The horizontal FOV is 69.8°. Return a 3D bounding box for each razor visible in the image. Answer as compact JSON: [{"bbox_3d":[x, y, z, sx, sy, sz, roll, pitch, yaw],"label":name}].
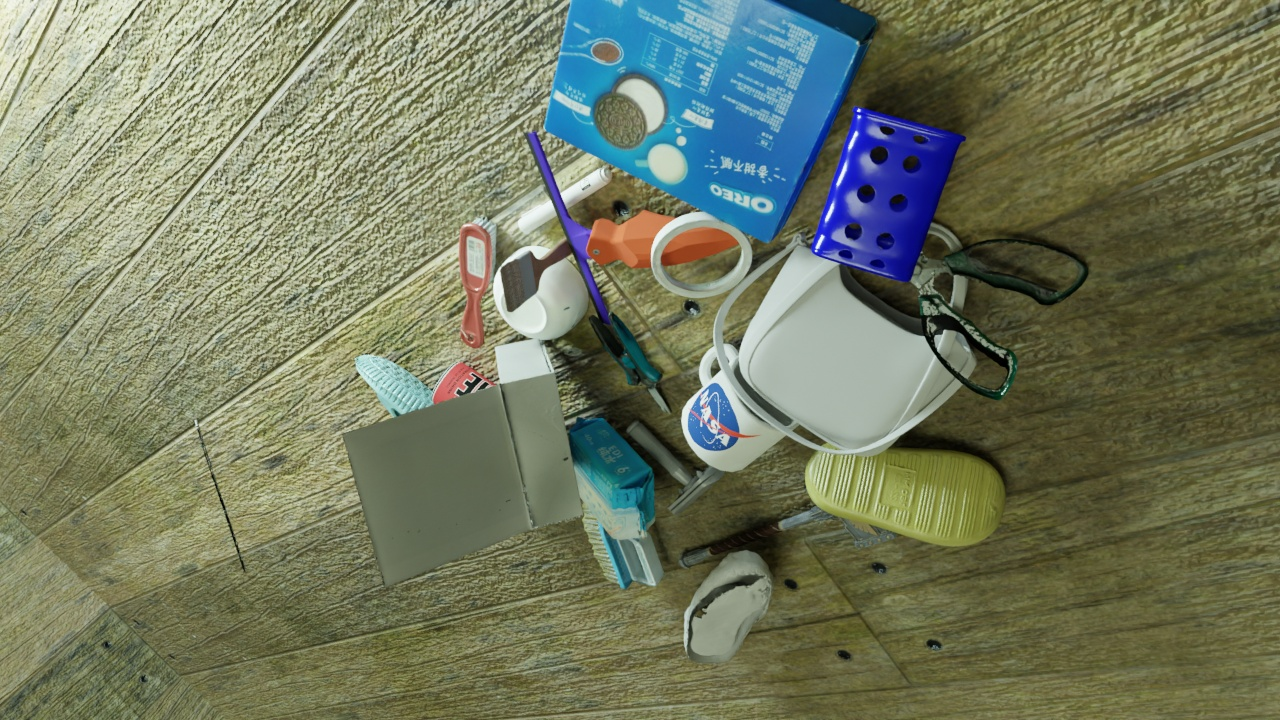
[{"bbox_3d":[0.030,0.114,1.066,0.116,0.047,0.088,44,135,5],"label":"razor"}]

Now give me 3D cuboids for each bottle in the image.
[{"bbox_3d":[-0.170,0.073,1.137,0.176,0.062,0.062,33,134,4],"label":"bottle"}]

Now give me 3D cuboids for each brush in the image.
[{"bbox_3d":[-0.094,-0.095,0.902,0.008,0.142,0.045,7,119,25],"label":"brush"},{"bbox_3d":[-0.022,0.227,1.170,0.075,0.055,0.136,3,125,35],"label":"brush"},{"bbox_3d":[-0.184,-0.086,1.041,0.041,0.030,0.173,23,132,13],"label":"brush"}]

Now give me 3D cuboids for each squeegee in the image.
[{"bbox_3d":[0.010,-0.116,0.883,0.185,0.055,0.250,-2,138,18],"label":"squeegee"}]

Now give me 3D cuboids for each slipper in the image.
[{"bbox_3d":[0.255,0.132,0.904,0.190,0.091,0.082,10,164,6],"label":"slipper"},{"bbox_3d":[0.105,0.298,1.123,0.112,0.074,0.247,-8,145,-15],"label":"slipper"},{"bbox_3d":[-0.262,0.090,1.175,0.276,0.069,0.116,37,179,-4],"label":"slipper"}]

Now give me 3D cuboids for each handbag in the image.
[{"bbox_3d":[0.193,-0.035,0.823,0.216,0.095,0.223,34,122,3],"label":"handbag"}]

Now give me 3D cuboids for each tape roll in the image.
[{"bbox_3d":[0.056,-0.096,0.847,0.093,0.013,0.093,-1,135,-1],"label":"tape roll"}]

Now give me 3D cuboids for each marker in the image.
[{"bbox_3d":[-0.077,-0.163,0.928,0.134,0.017,0.020,-23,74,41],"label":"marker"}]

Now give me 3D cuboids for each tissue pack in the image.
[{"bbox_3d":[-0.033,0.139,1.079,0.144,0.061,0.093,45,145,41],"label":"tissue pack"}]

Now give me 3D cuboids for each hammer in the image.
[{"bbox_3d":[0.146,0.198,1.061,0.098,0.044,0.323,48,136,-9],"label":"hammer"}]

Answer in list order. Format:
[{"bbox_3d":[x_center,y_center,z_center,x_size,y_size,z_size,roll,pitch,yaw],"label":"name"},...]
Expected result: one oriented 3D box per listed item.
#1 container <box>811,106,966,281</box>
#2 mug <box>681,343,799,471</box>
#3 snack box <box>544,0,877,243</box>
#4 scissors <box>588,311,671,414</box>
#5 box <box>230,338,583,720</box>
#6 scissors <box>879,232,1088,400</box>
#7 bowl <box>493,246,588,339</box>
[{"bbox_3d":[0.190,-0.130,0.715,0.085,0.084,0.114,19,108,10],"label":"container"},{"bbox_3d":[0.098,0.040,0.940,0.090,0.090,0.121,-47,59,45],"label":"mug"},{"bbox_3d":[0.048,-0.235,0.769,0.239,0.056,0.196,28,134,8],"label":"snack box"},{"bbox_3d":[-0.004,0.003,1.004,0.129,0.019,0.139,27,144,10],"label":"scissors"},{"bbox_3d":[-0.184,0.130,0.867,0.149,0.504,0.167,-2,109,27],"label":"box"},{"bbox_3d":[0.268,-0.077,0.758,0.209,0.015,0.155,44,112,-3],"label":"scissors"},{"bbox_3d":[-0.114,-0.068,0.999,0.105,0.054,0.105,15,129,19],"label":"bowl"}]
